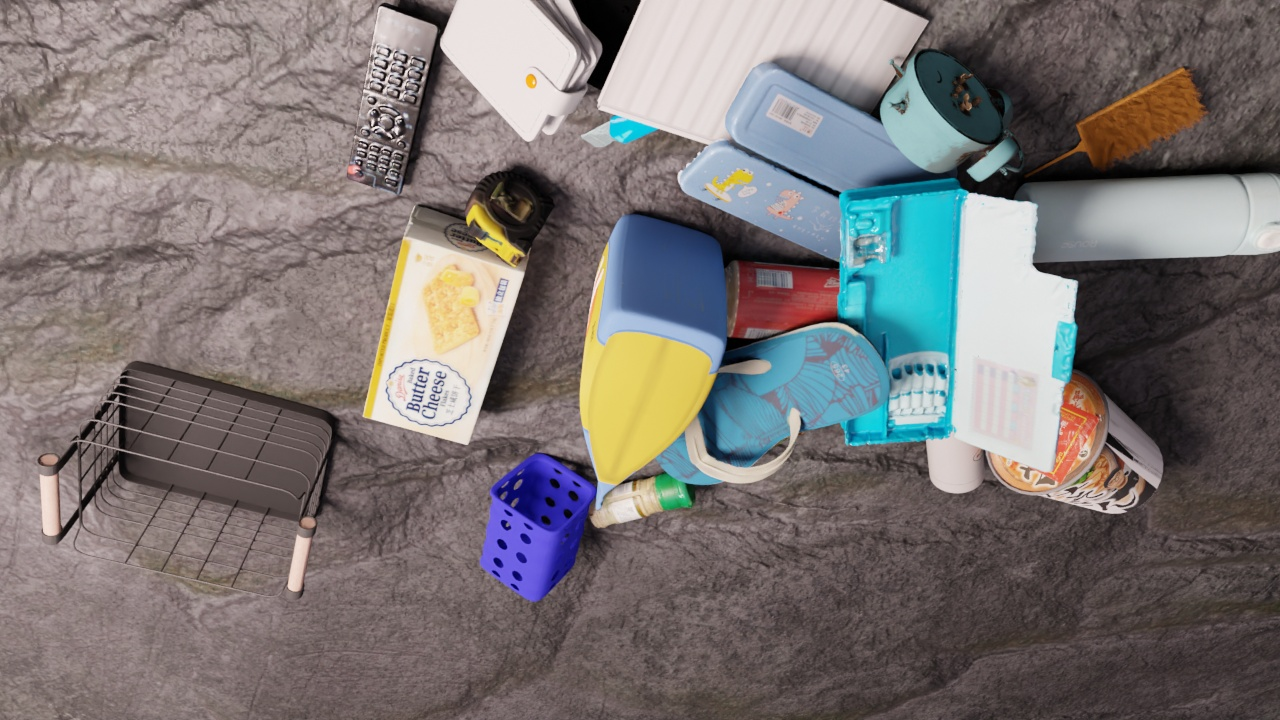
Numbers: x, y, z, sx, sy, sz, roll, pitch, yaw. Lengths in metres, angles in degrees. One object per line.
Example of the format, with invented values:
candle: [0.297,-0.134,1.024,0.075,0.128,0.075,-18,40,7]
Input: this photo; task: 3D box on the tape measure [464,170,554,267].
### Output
tape measure: [-0.108,-0.122,0.745,0.062,0.067,0.038,34,152,-13]

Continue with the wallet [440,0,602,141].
wallet: [-0.080,-0.232,0.642,0.118,0.037,0.116,48,133,8]

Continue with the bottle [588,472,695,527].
bottle: [0.001,0.145,0.958,0.111,0.043,0.043,-17,124,15]

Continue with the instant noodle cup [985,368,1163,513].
instant noodle cup: [0.416,0.085,0.864,0.121,0.123,0.124,24,124,-27]

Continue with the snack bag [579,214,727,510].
snack bag: [-0.005,0.005,0.781,0.102,0.158,0.206,15,127,-9]

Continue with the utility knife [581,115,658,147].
utility knife: [0.032,-0.205,0.712,0.175,0.015,0.031,-21,121,18]

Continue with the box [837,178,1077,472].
box: [0.245,-0.027,0.725,0.182,0.071,0.227,6,124,23]

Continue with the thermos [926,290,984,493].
thermos: [0.289,0.028,0.857,0.052,0.052,0.224,-11,126,10]

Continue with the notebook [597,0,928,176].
notebook: [0.090,-0.217,0.670,0.209,0.009,0.143,11,127,-26]

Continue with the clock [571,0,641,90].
clock: [-0.025,-0.247,0.664,0.120,0.042,0.091,9,126,-5]

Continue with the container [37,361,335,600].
container: [-0.428,0.124,0.898,0.241,0.130,0.163,16,125,-11]

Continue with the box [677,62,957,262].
box: [0.143,-0.140,0.722,0.209,0.034,0.128,18,127,-27]

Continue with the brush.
brush: [0.372,-0.177,0.723,0.127,0.017,0.048,-28,121,20]

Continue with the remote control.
remote control: [-0.194,-0.202,0.717,0.047,0.022,0.151,18,127,-12]

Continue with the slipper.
slipper: [0.087,0.048,0.809,0.296,0.060,0.118,-29,93,48]

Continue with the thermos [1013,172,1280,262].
thermos: [0.411,-0.114,0.735,0.207,0.077,0.065,-1,127,5]

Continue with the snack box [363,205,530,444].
snack box: [-0.178,-0.026,0.825,0.104,0.057,0.208,16,125,-11]

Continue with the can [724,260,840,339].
can: [0.153,-0.047,0.794,0.170,0.067,0.067,5,127,-2]

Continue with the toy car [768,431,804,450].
toy car: [0.137,0.045,0.877,0.047,0.047,0.112,9,128,-5]

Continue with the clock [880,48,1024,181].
clock: [0.236,-0.178,0.684,0.124,0.089,0.053,27,142,-17]

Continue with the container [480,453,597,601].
container: [-0.107,0.173,0.944,0.084,0.084,0.114,31,130,18]
